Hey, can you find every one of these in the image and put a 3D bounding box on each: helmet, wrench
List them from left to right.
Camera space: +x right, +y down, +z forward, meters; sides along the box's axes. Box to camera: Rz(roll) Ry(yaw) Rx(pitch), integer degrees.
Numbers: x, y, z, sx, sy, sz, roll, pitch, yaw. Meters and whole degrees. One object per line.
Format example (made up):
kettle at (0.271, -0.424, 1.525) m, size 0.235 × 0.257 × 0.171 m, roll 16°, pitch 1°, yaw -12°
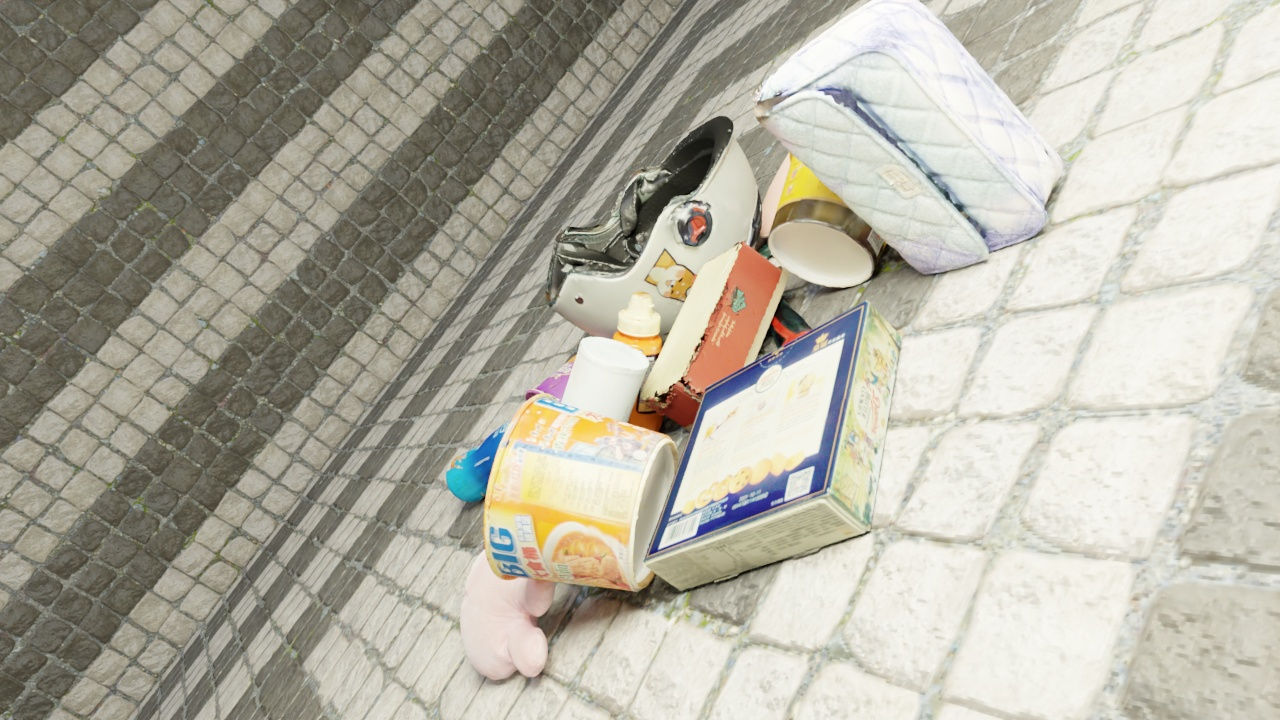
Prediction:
helmet at (0.031, -0.118, 1.001) m, size 0.274 × 0.157 × 0.230 m, roll -40°, pitch 21°, yaw 4°
wrench at (0.130, -0.055, 0.876) m, size 0.056 × 0.016 × 0.273 m, roll -49°, pitch 17°, yaw 18°

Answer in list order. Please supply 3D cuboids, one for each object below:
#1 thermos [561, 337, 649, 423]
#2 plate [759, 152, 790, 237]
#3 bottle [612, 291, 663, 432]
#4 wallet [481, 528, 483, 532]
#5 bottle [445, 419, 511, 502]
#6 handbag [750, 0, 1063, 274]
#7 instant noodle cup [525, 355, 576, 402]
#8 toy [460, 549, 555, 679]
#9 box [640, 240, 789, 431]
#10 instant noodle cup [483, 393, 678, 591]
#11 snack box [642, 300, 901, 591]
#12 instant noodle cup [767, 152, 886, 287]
thermos at (-0.055, 0.089, 0.834) m, size 0.070 × 0.070 × 0.221 m, roll -102°, pitch 29°, yaw -68°
plate at (0.199, -0.222, 0.969) m, size 0.230 × 0.028 × 0.229 m, roll -55°, pitch 11°, yaw 17°
bottle at (-0.005, 0.005, 0.891) m, size 0.066 × 0.066 × 0.150 m, roll -101°, pitch 15°, yaw -68°
wallet at (-0.125, 0.154, 1.039) m, size 0.131 × 0.031 × 0.108 m, roll -54°, pitch 15°, yaw -10°
bottle at (-0.167, 0.116, 1.162) m, size 0.219 × 0.065 × 0.065 m, roll -33°, pitch 24°, yaw 40°
handbag at (0.185, -0.147, 0.639) m, size 0.134 × 0.194 × 0.075 m, roll -17°, pitch 39°, yaw 59°
instant noodle cup at (-0.052, 0.039, 0.985) m, size 0.099 × 0.111 × 0.112 m, roll -48°, pitch 16°, yaw -22°
toy at (-0.116, 0.224, 0.810) m, size 0.160 × 0.054 × 0.121 m, roll -6°, pitch 75°, yaw 60°
box at (0.062, -0.026, 0.850) m, size 0.091 × 0.075 × 0.168 m, roll -27°, pitch 34°, yaw 60°
instant noodle cup at (-0.039, 0.108, 0.717) m, size 0.111 × 0.152 × 0.151 m, roll 10°, pitch 47°, yaw 17°
snack box at (0.097, 0.064, 0.667) m, size 0.178 × 0.046 × 0.182 m, roll -32°, pitch 25°, yaw 44°
instant noodle cup at (0.172, -0.135, 0.789) m, size 0.119 × 0.118 × 0.114 m, roll -19°, pitch 43°, yaw 58°
